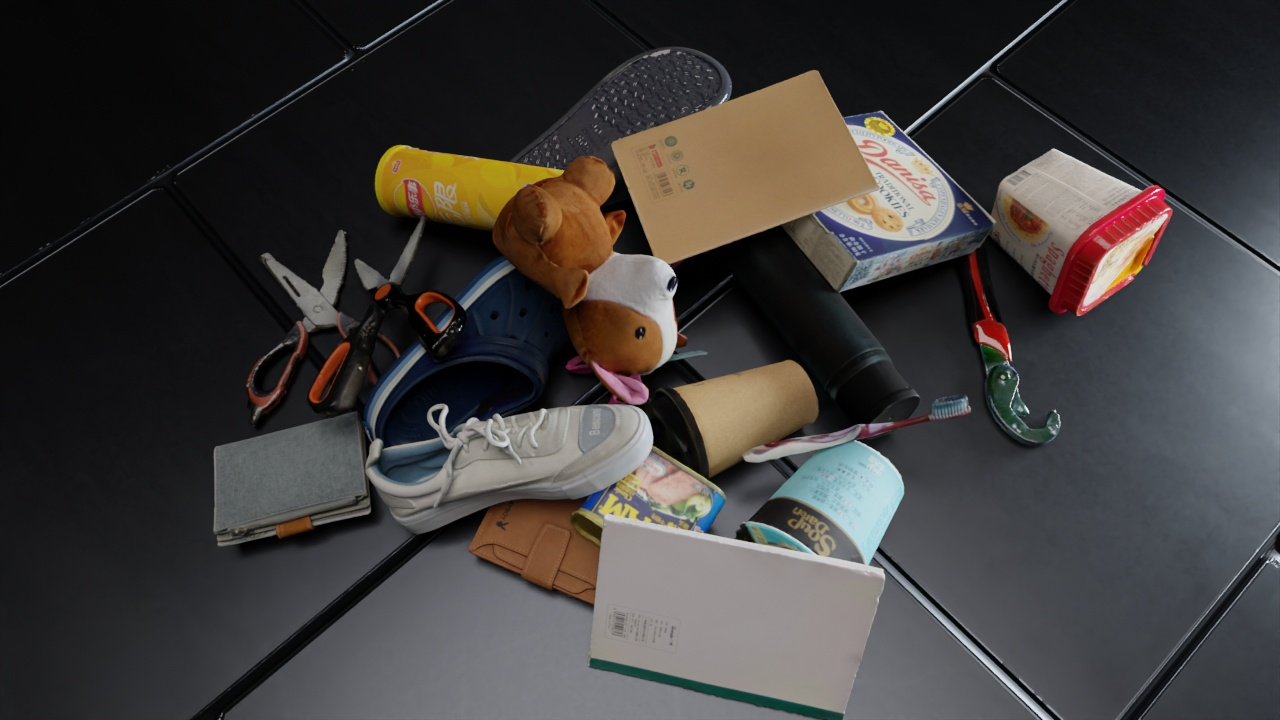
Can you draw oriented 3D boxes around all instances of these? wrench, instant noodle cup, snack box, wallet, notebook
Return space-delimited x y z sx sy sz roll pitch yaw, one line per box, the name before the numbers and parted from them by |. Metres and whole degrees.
wrench | 0.334 -0.046 0.876 0.056 0.016 0.273 -7 64 -2
instant noodle cup | 0.154 0.131 0.752 0.111 0.111 0.120 36 62 16
snack box | 0.212 -0.159 0.879 0.182 0.046 0.178 -17 57 -27
instant noodle cup | 0.406 -0.127 0.867 0.116 0.116 0.124 -31 56 -14
wallet | -0.067 0.143 0.787 0.132 0.031 0.107 20 65 12
notebook | 0.091 -0.178 0.837 0.207 0.008 0.147 -20 64 0
notebook | 0.066 0.201 0.705 0.209 0.151 0.012 10 26 7
wallet | -0.305 0.106 0.806 0.129 0.037 0.106 -14 54 -7

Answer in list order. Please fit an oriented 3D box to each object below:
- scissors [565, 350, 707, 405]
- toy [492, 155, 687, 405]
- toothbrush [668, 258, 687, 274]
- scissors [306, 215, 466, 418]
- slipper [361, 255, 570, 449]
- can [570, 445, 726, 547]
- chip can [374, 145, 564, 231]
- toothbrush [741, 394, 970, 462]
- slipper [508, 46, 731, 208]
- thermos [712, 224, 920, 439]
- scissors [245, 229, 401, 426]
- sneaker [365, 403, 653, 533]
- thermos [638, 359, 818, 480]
scissors | -0.005 0.006 0.835 0.133 0.017 0.134 -8 32 8
toy | -0.029 -0.068 0.769 0.139 0.131 0.199 -44 112 -46
toothbrush | 0.041 -0.103 0.914 0.014 0.018 0.188 31 65 14
scissors | -0.222 -0.042 0.818 0.232 0.022 0.220 10 62 42
slipper | -0.130 -0.003 0.809 0.252 0.105 0.095 -40 48 -13
can | 0.008 0.124 0.751 0.102 0.057 0.083 32 66 7
chip can | -0.150 -0.159 0.884 0.213 0.072 0.072 13 64 22
toothbrush | 0.174 0.056 0.748 0.188 0.017 0.016 -13 29 7
slipper | -0.027 -0.215 0.937 0.268 0.083 0.110 -34 68 6
thermos | 0.157 -0.034 0.843 0.068 0.090 0.242 -33 62 2
scissors | -0.303 -0.031 0.883 0.189 0.015 0.222 10 65 6
sneaker | -0.112 0.068 0.747 0.242 0.091 0.089 -17 38 15
thermos | 0.078 0.050 0.800 0.143 0.093 0.093 -20 65 -16
